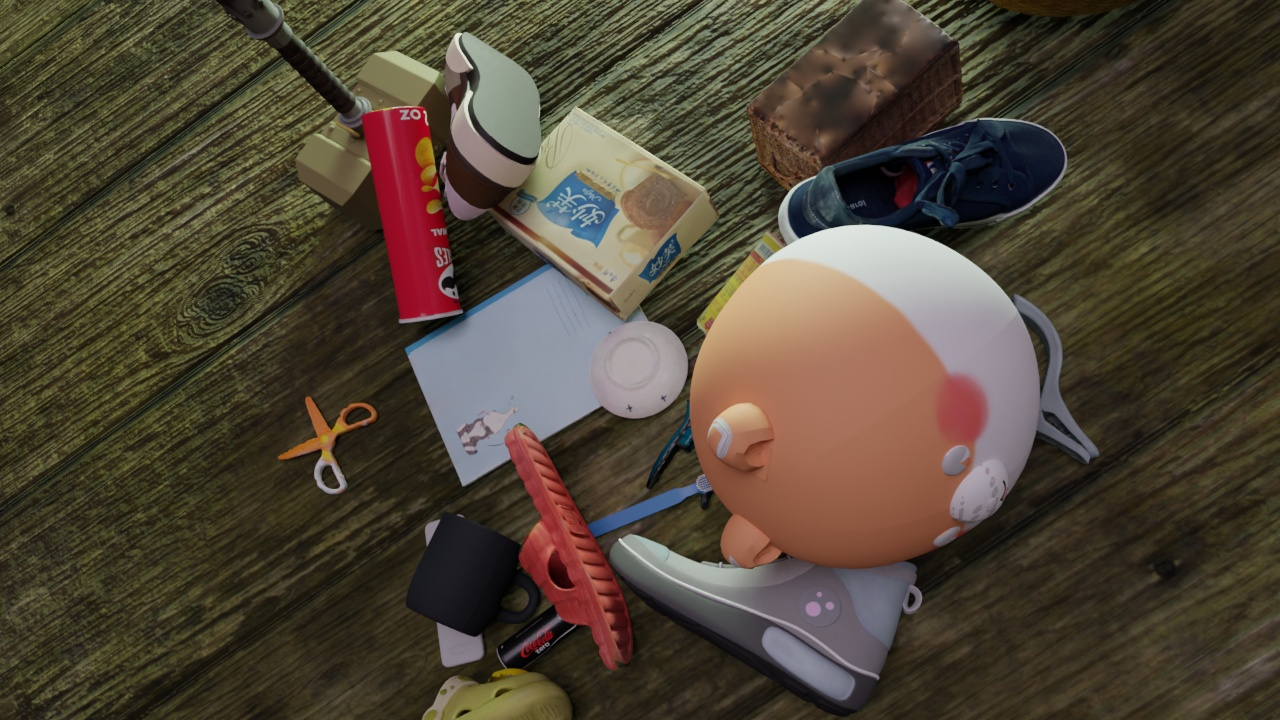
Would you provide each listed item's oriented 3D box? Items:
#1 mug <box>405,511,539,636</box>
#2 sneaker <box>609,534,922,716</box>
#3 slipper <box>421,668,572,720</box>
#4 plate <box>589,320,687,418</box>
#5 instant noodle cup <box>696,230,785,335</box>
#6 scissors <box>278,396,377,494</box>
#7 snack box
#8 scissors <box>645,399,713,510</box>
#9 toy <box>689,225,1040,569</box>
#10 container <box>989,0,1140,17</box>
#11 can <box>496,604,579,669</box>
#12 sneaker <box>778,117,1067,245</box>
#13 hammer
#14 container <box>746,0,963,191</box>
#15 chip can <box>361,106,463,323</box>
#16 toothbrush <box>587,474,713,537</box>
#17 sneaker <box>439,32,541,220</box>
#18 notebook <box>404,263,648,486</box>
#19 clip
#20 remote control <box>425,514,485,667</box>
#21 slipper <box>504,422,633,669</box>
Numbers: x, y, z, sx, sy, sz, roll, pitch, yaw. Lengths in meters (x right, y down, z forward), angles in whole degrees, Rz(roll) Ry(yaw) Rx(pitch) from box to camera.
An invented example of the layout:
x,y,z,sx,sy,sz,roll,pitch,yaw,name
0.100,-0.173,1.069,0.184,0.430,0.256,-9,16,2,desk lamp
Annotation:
x,y,z,sx,sy,sz,roll,pitch,yaw,name
-0.154,0.213,0.878,0.121,0.085,0.094,29,73,-14,mug
0.108,0.185,0.814,0.257,0.093,0.160,27,73,24,sneaker
-0.154,0.336,0.845,0.190,0.092,0.081,-26,36,3,slipper
-0.005,0.005,0.925,0.104,0.026,0.104,-4,73,14,plate
0.116,-0.052,0.888,0.112,0.100,0.100,-44,65,11,instant noodle cup
-0.345,0.092,1.014,0.125,0.011,0.131,-21,67,8,scissors
-0.044,-0.160,0.975,0.207,0.055,0.153,39,84,29,snack box
0.057,0.078,0.894,0.151,0.019,0.119,-35,67,4,scissors
0.166,0.038,0.720,0.280,0.263,0.266,-32,45,-24,toy
0.427,-0.487,0.881,0.307,0.196,0.306,-6,69,15,container
-0.096,0.261,0.871,0.080,0.031,0.031,-37,66,2,can
0.276,-0.165,0.817,0.294,0.127,0.120,-16,80,-17,sneaker
-0.334,-0.296,0.970,0.101,0.325,0.190,31,82,23,hammer
0.212,-0.253,0.910,0.198,0.113,0.114,-44,66,0,container
-0.244,-0.154,0.983,0.069,0.069,0.220,-7,98,14,chip can
0.012,0.139,0.878,0.167,0.014,0.016,-25,75,16,toothbrush
-0.180,-0.254,1.016,0.117,0.111,0.293,-47,37,26,sneaker
-0.115,-0.004,0.979,0.253,0.009,0.181,-31,66,4,notebook
0.343,0.004,0.830,0.169,0.031,0.164,18,80,21,clip
-0.187,0.230,0.922,0.045,0.008,0.146,-17,68,10,remote control
-0.079,0.176,0.855,0.059,0.103,0.248,-30,67,4,slipper
